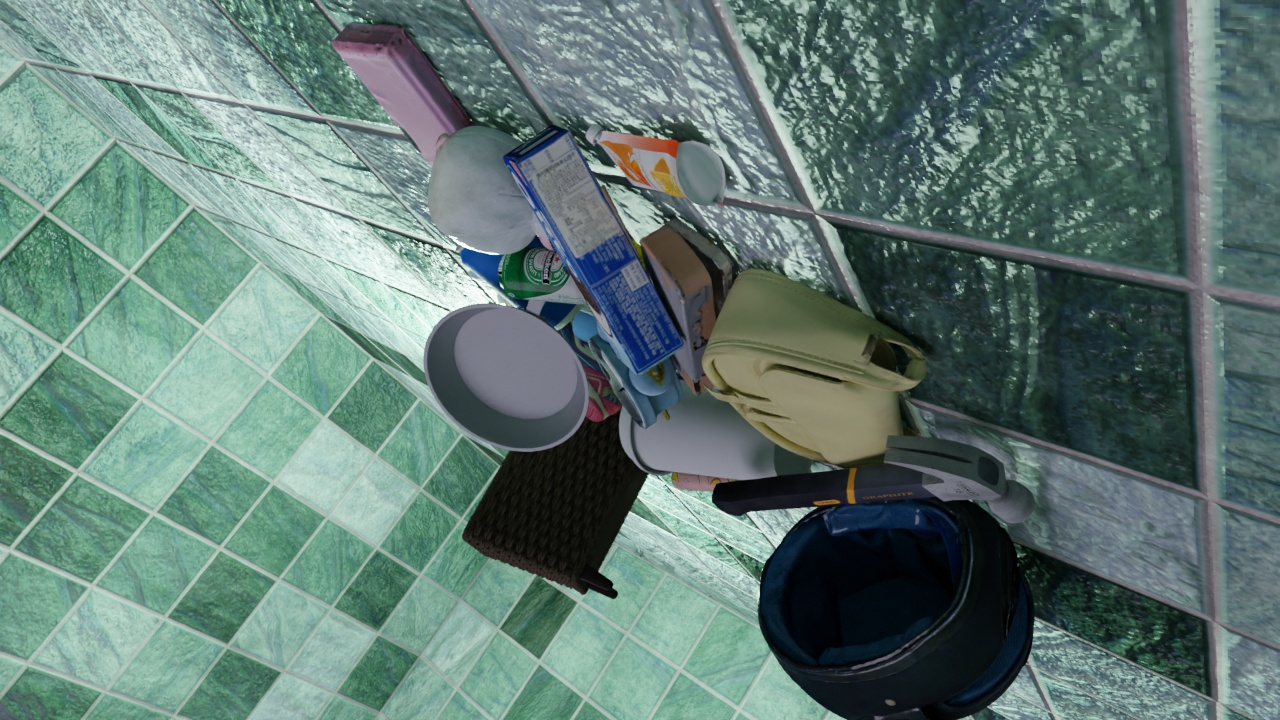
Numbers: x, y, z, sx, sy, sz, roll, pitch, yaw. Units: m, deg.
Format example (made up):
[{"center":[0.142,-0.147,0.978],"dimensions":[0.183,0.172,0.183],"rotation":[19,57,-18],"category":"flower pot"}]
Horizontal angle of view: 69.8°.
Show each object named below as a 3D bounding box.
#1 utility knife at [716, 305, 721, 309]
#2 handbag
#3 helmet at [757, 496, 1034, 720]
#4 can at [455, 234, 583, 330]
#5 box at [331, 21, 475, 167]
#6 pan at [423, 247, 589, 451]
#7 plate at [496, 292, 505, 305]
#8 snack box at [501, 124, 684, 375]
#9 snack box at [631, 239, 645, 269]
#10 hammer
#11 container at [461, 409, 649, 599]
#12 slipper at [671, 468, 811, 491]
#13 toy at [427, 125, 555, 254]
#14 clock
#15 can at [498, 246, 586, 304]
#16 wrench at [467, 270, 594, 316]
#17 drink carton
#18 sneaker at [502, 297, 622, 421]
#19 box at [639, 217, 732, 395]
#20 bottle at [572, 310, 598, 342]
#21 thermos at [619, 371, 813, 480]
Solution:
[{"center":[0.102,-0.014,0.941],"dimensions":[0.029,0.020,0.213],"rotation":[20,155,45],"category":"utility knife"},{"center":[0.159,0.028,0.816],"dimensions":[0.191,0.088,0.233],"rotation":[20,160,28],"category":"handbag"},{"center":[0.296,0.267,0.984],"dimensions":[0.235,0.248,0.317],"rotation":[28,144,-25],"category":"helmet"},{"center":[-0.133,-0.103,1.049],"dimensions":[0.146,0.078,0.079],"rotation":[41,164,-20],"category":"can"},{"center":[-0.198,-0.231,0.901],"dimensions":[0.098,0.037,0.233],"rotation":[17,157,36],"category":"box"},{"center":[-0.124,-0.038,1.014],"dimensions":[0.201,0.050,0.358],"rotation":[26,126,-1],"category":"pan"},{"center":[-0.154,-0.049,1.371],"dimensions":[0.157,0.014,0.157],"rotation":[32,164,10],"category":"plate"},{"center":[-0.038,-0.093,0.809],"dimensions":[0.226,0.059,0.059],"rotation":[60,173,-28],"category":"snack box"},{"center":[-0.016,-0.085,0.958],"dimensions":[0.061,0.025,0.149],"rotation":[35,165,0],"category":"snack box"},{"center":[0.194,0.124,0.878],"dimensions":[0.139,0.035,0.313],"rotation":[32,150,-31],"category":"hammer"},{"center":[-0.070,0.167,1.299],"dimensions":[0.205,0.320,0.176],"rotation":[26,163,11],"category":"container"},{"center":[0.129,0.131,1.195],"dimensions":[0.198,0.081,0.093],"rotation":[-7,173,37],"category":"slipper"},{"center":[-0.113,-0.151,0.856],"dimensions":[0.179,0.101,0.139],"rotation":[9,145,4],"category":"toy"},{"center":[-0.006,0.006,0.986],"dimensions":[0.118,0.060,0.162],"rotation":[55,170,20],"category":"clock"},{"center":[-0.088,-0.085,0.910],"dimensions":[0.101,0.053,0.053],"rotation":[6,155,17],"category":"can"},{"center":[-0.115,-0.088,1.132],"dimensions":[0.274,0.047,0.009],"rotation":[23,168,31],"category":"wrench"},{"center":[0.009,-0.152,0.710],"dimensions":[0.122,0.038,0.069],"rotation":[25,163,51],"category":"drink carton"},{"center":[-0.094,-0.034,1.204],"dimensions":[0.242,0.091,0.116],"rotation":[53,161,8],"category":"sneaker"},{"center":[0.046,-0.044,0.868],"dimensions":[0.081,0.062,0.216],"rotation":[52,169,26],"category":"box"},{"center":[-0.019,-0.026,1.096],"dimensions":[0.131,0.048,0.048],"rotation":[26,162,31],"category":"bottle"},{"center":[0.091,0.087,1.086],"dimensions":[0.222,0.131,0.131],"rotation":[8,150,44],"category":"thermos"}]
